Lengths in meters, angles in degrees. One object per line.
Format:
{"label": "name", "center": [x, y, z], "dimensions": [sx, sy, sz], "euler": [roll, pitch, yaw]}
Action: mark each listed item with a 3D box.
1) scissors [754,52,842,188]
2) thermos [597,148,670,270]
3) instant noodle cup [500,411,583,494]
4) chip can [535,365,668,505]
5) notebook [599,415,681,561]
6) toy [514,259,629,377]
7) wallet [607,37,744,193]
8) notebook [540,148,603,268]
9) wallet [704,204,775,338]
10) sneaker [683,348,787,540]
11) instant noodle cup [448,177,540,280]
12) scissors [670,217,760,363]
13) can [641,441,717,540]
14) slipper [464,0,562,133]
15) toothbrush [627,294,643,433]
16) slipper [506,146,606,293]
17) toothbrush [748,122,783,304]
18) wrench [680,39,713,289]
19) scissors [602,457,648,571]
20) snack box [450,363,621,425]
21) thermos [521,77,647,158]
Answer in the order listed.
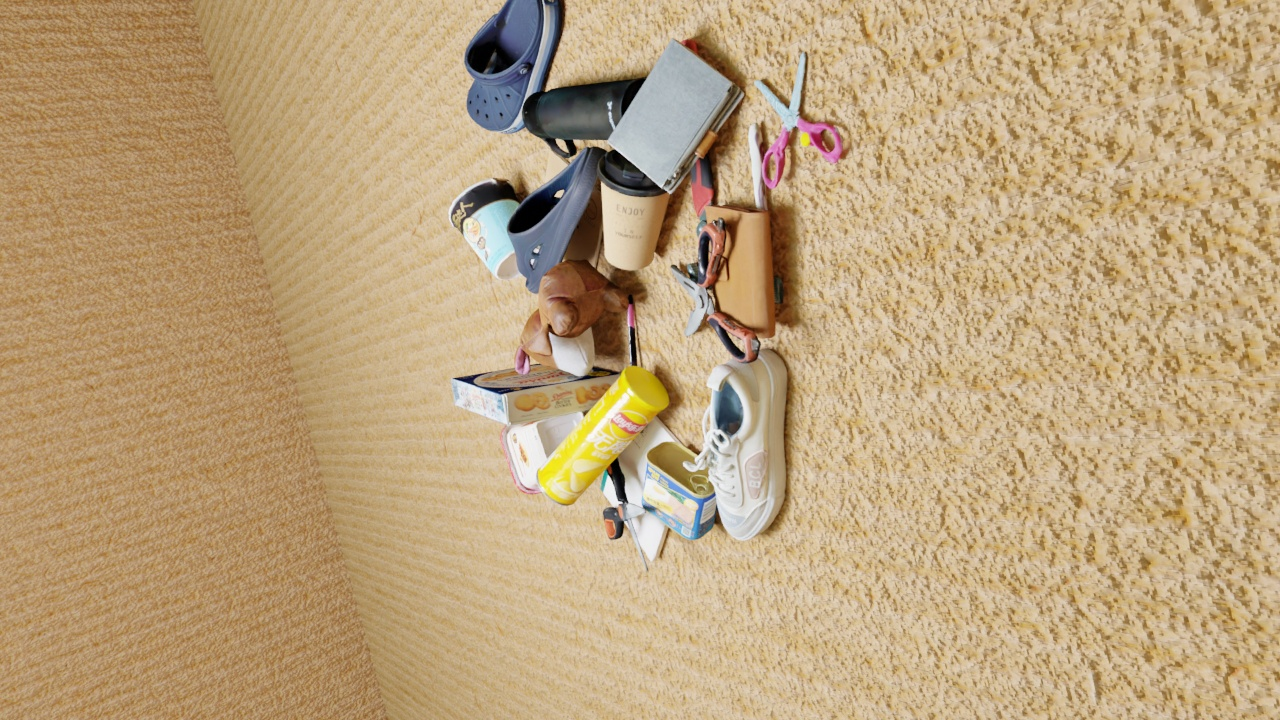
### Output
{"label": "scissors", "center": [0.144, -0.224, 0.883], "dimensions": [0.133, 0.017, 0.135], "euler": [56, 139, 29]}
{"label": "thermos", "center": [-0.008, -0.179, 1.071], "dimensions": [0.093, 0.092, 0.143], "euler": [48, 147, 34]}
{"label": "instant noodle cup", "center": [-0.130, 0.127, 1.353], "dimensions": [0.124, 0.116, 0.116], "euler": [-29, 79, 61]}
{"label": "chip can", "center": [-0.053, 0.101, 1.204], "dimensions": [0.214, 0.072, 0.072], "euler": [-48, 61, 28]}
{"label": "notebook", "center": [0.001, 0.157, 1.269], "dimensions": [0.150, 0.012, 0.210], "euler": [49, 139, 36]}
{"label": "toy", "center": [-0.093, -0.043, 1.208], "dimensions": [0.130, 0.139, 0.200], "euler": [63, 147, 10]}
{"label": "wallet", "center": [0.037, -0.255, 0.969], "dimensions": [0.106, 0.037, 0.130], "euler": [44, 112, 21]}
{"label": "notebook", "center": [-0.102, -0.170, 1.286], "dimensions": [0.148, 0.008, 0.208], "euler": [47, 139, 35]}
{"label": "wallet", "center": [0.105, -0.097, 0.967], "dimensions": [0.108, 0.031, 0.132], "euler": [-150, 51, -61]}
{"label": "sneaker", "center": [0.104, 0.107, 1.021], "dimensions": [0.089, 0.090, 0.243], "euler": [34, 131, 47]}
{"label": "instant noodle cup", "center": [-0.205, -0.187, 1.344], "dimensions": [0.120, 0.111, 0.111], "euler": [57, 144, 20]}
{"label": "scissors", "center": [0.077, -0.063, 0.998], "dimensions": [0.224, 0.015, 0.189], "euler": [105, 147, -61]}
{"label": "can", "center": [0.051, 0.163, 1.146], "dimensions": [0.102, 0.057, 0.083], "euler": [33, 133, 30]}
{"label": "slipper", "center": [-0.183, -0.397, 1.232], "dimensions": [0.254, 0.095, 0.105], "euler": [-47, 62, 50]}
{"label": "toothbrush", "center": [-0.007, 0.007, 1.208], "dimensions": [0.018, 0.014, 0.189], "euler": [11, 108, 44]}
{"label": "slipper", "center": [-0.118, -0.188, 1.170], "dimensions": [0.269, 0.083, 0.110], "euler": [130, 160, -57]}
{"label": "toothbrush", "center": [0.129, -0.148, 0.940], "dimensions": [0.017, 0.016, 0.188], "euler": [7, 110, 47]}
{"label": "wrench", "center": [0.064, -0.210, 1.011], "dimensions": [0.056, 0.016, 0.274], "euler": [18, 119, 52]}
{"label": "scissors", "center": [-0.024, 0.197, 1.252], "dimensions": [0.233, 0.021, 0.220], "euler": [108, 149, -58]}
{"label": "snack box", "center": [-0.144, 0.041, 1.277], "dimensions": [0.183, 0.177, 0.046], "euler": [10, 107, 56]}
{"label": "thermos", "center": [-0.058, -0.293, 1.120], "dimensions": [0.243, 0.068, 0.090], "euler": [18, 138, 54]}
